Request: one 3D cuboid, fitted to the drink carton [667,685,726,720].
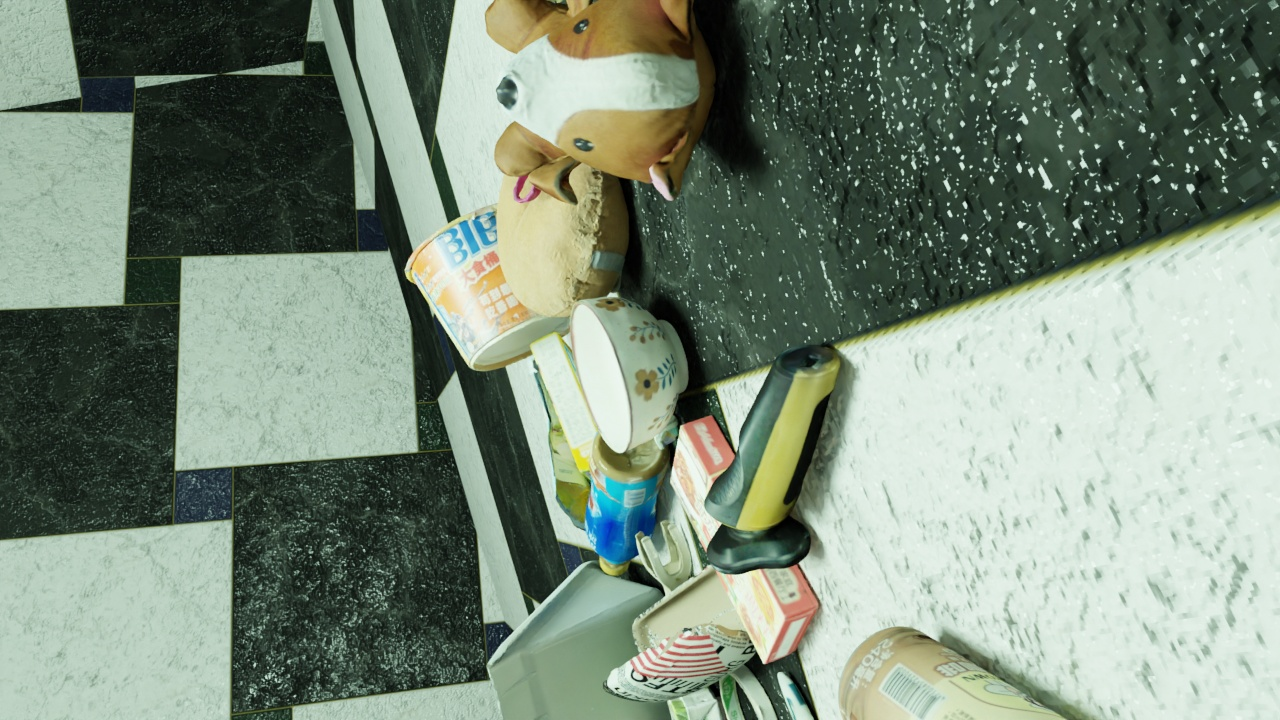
[{"bbox_3d":[0.060,0.346,0.799,0.053,0.045,0.122,-173,68,-82],"label":"drink carton"}]

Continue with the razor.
[{"bbox_3d":[0.076,0.057,0.502,0.067,0.062,0.168,31,138,20],"label":"razor"}]

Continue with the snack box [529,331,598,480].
[{"bbox_3d":[-0.056,0.050,0.870,0.140,0.034,0.087,64,-177,23],"label":"snack box"}]

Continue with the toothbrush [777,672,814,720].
[{"bbox_3d":[0.131,0.285,0.576,0.016,0.018,0.191,96,152,-51],"label":"toothbrush"}]

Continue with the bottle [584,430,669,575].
[{"bbox_3d":[-0.016,0.132,0.814,0.219,0.065,0.065,97,151,-54],"label":"bottle"}]

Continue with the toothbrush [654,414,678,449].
[{"bbox_3d":[-0.014,0.009,0.775,0.029,0.020,0.189,-62,36,21],"label":"toothbrush"}]

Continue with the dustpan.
[{"bbox_3d":[-0.054,0.317,0.887,0.143,0.257,0.223,-4,103,48],"label":"dustpan"}]

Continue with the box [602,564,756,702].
[{"bbox_3d":[0.033,0.205,0.694,0.163,0.076,0.087,127,156,-46],"label":"box"}]

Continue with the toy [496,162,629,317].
[{"bbox_3d":[-0.077,-0.120,0.753,0.144,0.082,0.226,-66,33,20],"label":"toy"}]

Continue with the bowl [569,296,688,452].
[{"bbox_3d":[-0.004,0.004,0.666,0.114,0.062,0.113,162,90,-73],"label":"bowl"}]

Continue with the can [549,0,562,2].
[{"bbox_3d":[-0.085,-0.304,0.618,0.075,0.075,0.111,110,141,-62],"label":"can"}]

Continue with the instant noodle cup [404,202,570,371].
[{"bbox_3d":[-0.130,-0.066,0.870,0.111,0.151,0.152,62,161,10],"label":"instant noodle cup"}]

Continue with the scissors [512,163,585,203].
[{"bbox_3d":[-0.069,-0.164,0.686,0.017,0.113,0.134,41,-174,-41],"label":"scissors"}]

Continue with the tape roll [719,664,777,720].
[{"bbox_3d":[0.086,0.279,0.713,0.086,0.014,0.086,164,90,-72],"label":"tape roll"}]

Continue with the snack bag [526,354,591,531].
[{"bbox_3d":[-0.076,0.078,0.931,0.110,0.039,0.190,49,-165,-40],"label":"snack bag"}]

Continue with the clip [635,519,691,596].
[{"bbox_3d":[0.029,0.187,0.784,0.100,0.034,0.072,68,163,-9],"label":"clip"}]

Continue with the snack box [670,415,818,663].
[{"bbox_3d":[0.065,0.118,0.617,0.075,0.025,0.152,96,152,-51],"label":"snack box"}]

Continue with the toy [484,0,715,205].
[{"bbox_3d":[-0.029,-0.159,0.523,0.200,0.130,0.140,29,128,53],"label":"toy"}]

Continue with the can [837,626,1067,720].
[{"bbox_3d":[0.136,0.158,0.381,0.116,0.058,0.058,-163,59,-69],"label":"can"}]
